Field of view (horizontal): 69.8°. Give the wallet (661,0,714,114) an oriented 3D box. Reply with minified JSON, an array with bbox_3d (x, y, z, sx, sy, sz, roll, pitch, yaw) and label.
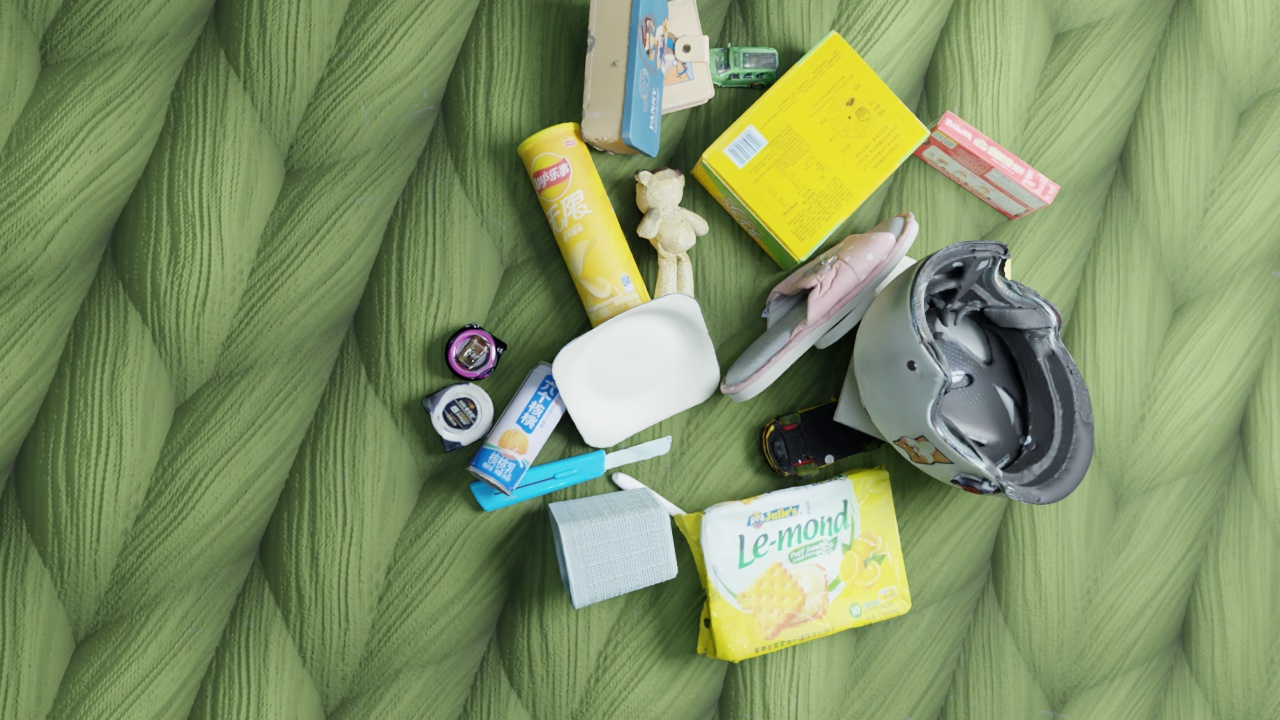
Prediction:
[{"bbox_3d":[0.033,-0.329,0.994,0.087,0.024,0.115,-11,87,16],"label":"wallet"}]

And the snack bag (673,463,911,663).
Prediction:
[{"bbox_3d":[0.163,0.208,0.958,0.246,0.068,0.158,-10,90,-17],"label":"snack bag"}]

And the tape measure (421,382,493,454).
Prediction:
[{"bbox_3d":[-0.184,0.055,0.948,0.066,0.033,0.066,-24,92,-6],"label":"tape measure"}]

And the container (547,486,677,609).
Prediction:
[{"bbox_3d":[-0.028,0.184,0.931,0.111,0.090,0.090,-12,102,-12],"label":"container"}]

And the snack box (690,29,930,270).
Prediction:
[{"bbox_3d":[0.182,-0.224,0.995,0.210,0.070,0.157,-45,93,-8],"label":"snack box"}]

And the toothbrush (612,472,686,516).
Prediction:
[{"bbox_3d":[0.048,0.168,0.982,0.180,0.016,0.016,31,82,-5],"label":"toothbrush"}]

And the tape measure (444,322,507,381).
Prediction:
[{"bbox_3d":[-0.173,-0.007,0.950,0.057,0.039,0.058,37,83,-5],"label":"tape measure"}]

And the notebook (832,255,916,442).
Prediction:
[{"bbox_3d":[0.301,-0.005,1.009,0.146,0.010,0.206,22,77,-13],"label":"notebook"}]

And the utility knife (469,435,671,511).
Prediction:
[{"bbox_3d":[-0.069,0.115,0.969,0.218,0.018,0.034,-15,89,-9],"label":"utility knife"}]

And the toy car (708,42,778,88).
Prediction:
[{"bbox_3d":[0.108,-0.325,1.009,0.091,0.036,0.043,-4,89,-4],"label":"toy car"}]

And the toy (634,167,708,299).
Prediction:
[{"bbox_3d":[0.028,-0.127,0.978,0.105,0.066,0.157,-8,92,-41],"label":"toy"}]

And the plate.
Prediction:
[{"bbox_3d":[-0.006,0.005,0.940,0.164,0.034,0.164,-25,134,-4],"label":"plate"}]

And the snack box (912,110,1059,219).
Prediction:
[{"bbox_3d":[0.379,-0.214,1.018,0.153,0.075,0.025,32,82,-5],"label":"snack box"}]

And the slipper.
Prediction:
[{"bbox_3d":[0.180,-0.066,0.968,0.274,0.114,0.054,-44,103,-1],"label":"slipper"}]

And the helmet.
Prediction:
[{"bbox_3d":[0.314,0.023,0.921,0.274,0.157,0.229,44,58,-22],"label":"helmet"}]

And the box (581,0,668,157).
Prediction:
[{"bbox_3d":[-0.016,-0.295,0.951,0.062,0.089,0.184,3,94,21],"label":"box"}]

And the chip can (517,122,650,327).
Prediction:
[{"bbox_3d":[-0.057,-0.136,0.957,0.072,0.072,0.213,-22,90,-9],"label":"chip can"}]

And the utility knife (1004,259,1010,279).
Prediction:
[{"bbox_3d":[0.407,-0.027,1.039,0.031,0.022,0.216,7,79,-23],"label":"utility knife"}]

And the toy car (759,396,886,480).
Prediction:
[{"bbox_3d":[0.205,0.079,0.995,0.155,0.041,0.071,-17,89,-17],"label":"toy car"}]

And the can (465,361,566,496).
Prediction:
[{"bbox_3d":[-0.119,0.068,0.938,0.053,0.053,0.134,33,74,-5],"label":"can"}]

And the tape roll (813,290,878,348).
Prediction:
[{"bbox_3d":[0.218,-0.047,0.981,0.014,0.086,0.085,45,82,-4],"label":"tape roll"}]
